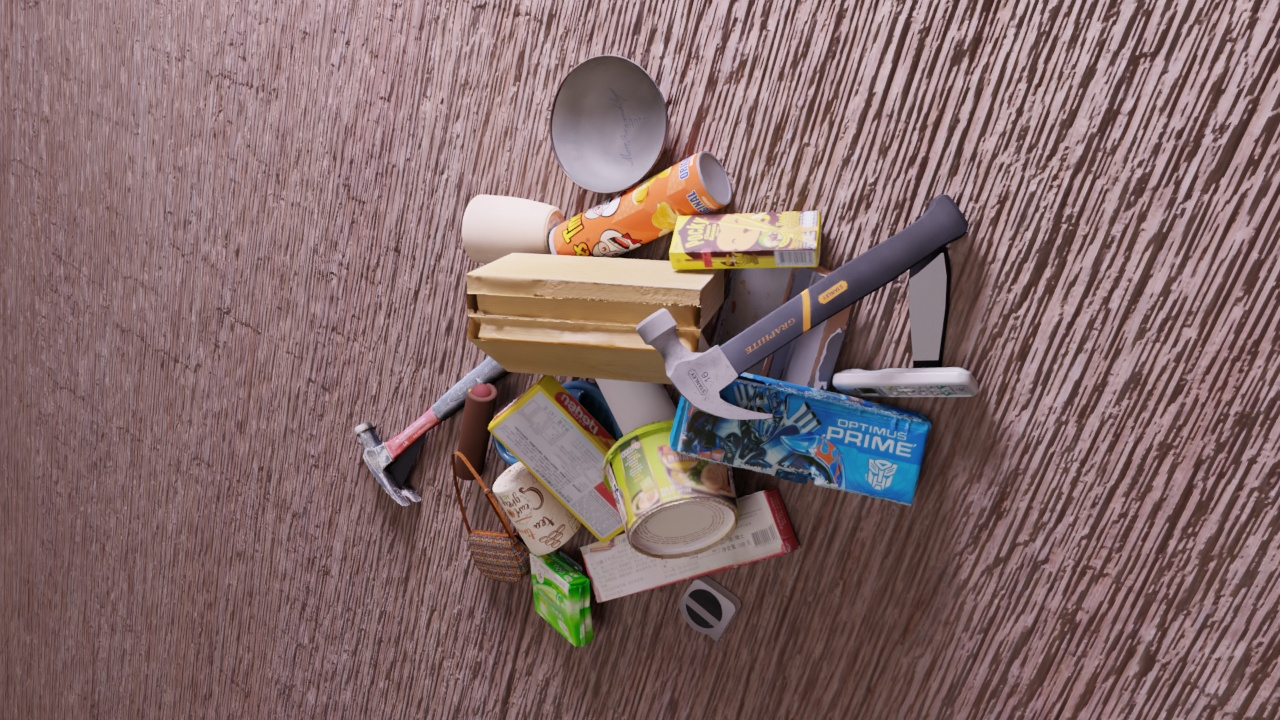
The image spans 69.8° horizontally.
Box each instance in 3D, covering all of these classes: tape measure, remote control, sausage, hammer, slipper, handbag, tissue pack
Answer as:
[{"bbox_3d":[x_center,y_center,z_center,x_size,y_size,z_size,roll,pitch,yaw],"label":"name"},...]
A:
[{"bbox_3d":[0.081,0.293,1.082,0.065,0.016,0.064,35,116,22],"label":"tape measure"},{"bbox_3d":[0.280,-0.048,0.892,0.039,0.010,0.125,5,103,32],"label":"remote control"},{"bbox_3d":[-0.216,0.093,1.196,0.040,0.040,0.156,34,129,22],"label":"sausage"},{"bbox_3d":[0.163,-0.059,0.855,0.312,0.035,0.139,-33,87,-1],"label":"hammer"},{"bbox_3d":[0.258,0.020,0.898,0.134,0.050,0.022,-1,73,32],"label":"remote control"},{"bbox_3d":[-0.271,0.080,1.253,0.327,0.036,0.140,-36,78,32],"label":"hammer"},{"bbox_3d":[-0.109,0.084,1.136,0.214,0.059,0.104,-12,91,35],"label":"slipper"},{"bbox_3d":[-0.202,0.201,1.205,0.094,0.043,0.196,-3,115,40],"label":"handbag"},{"bbox_3d":[-0.100,0.297,1.164,0.114,0.034,0.100,24,123,49],"label":"tissue pack"}]

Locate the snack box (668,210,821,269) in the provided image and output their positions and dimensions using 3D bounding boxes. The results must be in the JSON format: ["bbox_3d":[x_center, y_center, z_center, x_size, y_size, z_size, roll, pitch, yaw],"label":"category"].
[{"bbox_3d":[0.107,-0.122,0.933,0.149,0.061,0.026,0,138,16],"label":"snack box"}]

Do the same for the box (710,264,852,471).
[{"bbox_3d":[0.137,-0.004,0.971,0.157,0.063,0.217,26,113,34],"label":"box"}]

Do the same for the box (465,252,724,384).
[{"bbox_3d":[-0.045,-0.043,0.967,0.249,0.140,0.148,4,97,16],"label":"box"}]

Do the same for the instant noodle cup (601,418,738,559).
[{"bbox_3d":[0.036,0.140,0.970,0.147,0.146,0.097,-42,41,31],"label":"instant noodle cup"}]

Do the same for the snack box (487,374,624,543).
[{"bbox_3d":[-0.076,0.116,1.076,0.092,0.042,0.200,-39,101,24],"label":"snack box"}]

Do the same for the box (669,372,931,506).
[{"bbox_3d":[0.157,0.074,0.894,0.243,0.066,0.091,13,108,-4],"label":"box"}]

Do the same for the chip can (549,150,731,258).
[{"bbox_3d":[-0.004,-0.160,1.017,0.211,0.062,0.062,-21,88,34],"label":"chip can"}]

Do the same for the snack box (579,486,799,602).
[{"bbox_3d":[0.051,0.219,1.072,0.274,0.044,0.076,-24,81,33],"label":"snack box"}]

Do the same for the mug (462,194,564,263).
[{"bbox_3d":[-0.145,-0.143,1.107,0.104,0.085,0.112,6,131,20],"label":"mug"}]

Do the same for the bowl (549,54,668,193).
[{"bbox_3d":[-0.025,-0.259,1.014,0.151,0.056,0.151,6,102,32],"label":"bowl"}]

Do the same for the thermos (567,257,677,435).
[{"bbox_3d":[-0.006,0.006,1.054,0.101,0.068,0.230,-31,81,22],"label":"thermos"}]

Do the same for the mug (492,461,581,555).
[{"bbox_3d":[-0.136,0.173,1.153,0.081,0.122,0.097,-38,109,-6],"label":"mug"}]
